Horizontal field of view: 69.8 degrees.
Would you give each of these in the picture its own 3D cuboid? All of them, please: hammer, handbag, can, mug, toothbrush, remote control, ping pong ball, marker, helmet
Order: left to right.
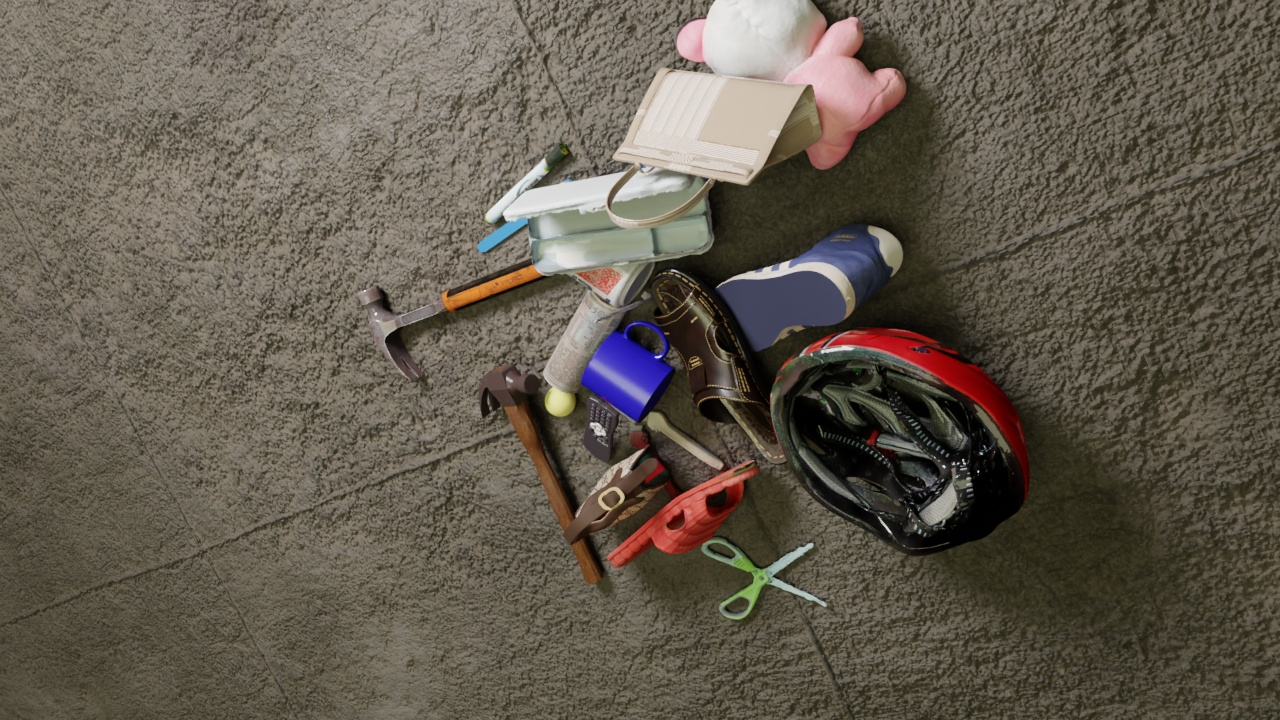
[{"bbox_3d":[-0.225,-0.070,1.191,0.315,0.034,0.138,-17,101,28],"label":"hammer"},{"bbox_3d":[-0.144,-0.175,1.128,0.167,0.014,0.016,-28,95,30],"label":"toothbrush"},{"bbox_3d":[-0.140,-0.212,1.111,0.147,0.017,0.017,-36,91,31],"label":"marker"},{"bbox_3d":[-0.123,0.154,1.214,0.116,0.033,0.323,-6,112,47],"label":"hammer"},{"bbox_3d":[-0.102,0.052,1.175,0.040,0.040,0.040,8,111,22],"label":"ping pong ball"},{"bbox_3d":[-0.067,-0.026,1.124,0.054,0.054,0.136,36,119,9],"label":"can"},{"bbox_3d":[-0.056,-0.128,1.068,0.136,0.078,0.078,35,119,9],"label":"can"},{"bbox_3d":[-0.051,0.089,1.151,0.046,0.009,0.125,34,147,16],"label":"remote control"},{"bbox_3d":[-0.033,0.171,1.121,0.063,0.138,0.167,50,140,3],"label":"handbag"},{"bbox_3d":[-0.016,-0.062,1.015,0.010,0.181,0.010,45,114,8],"label":"toothbrush"},{"bbox_3d":[-0.007,0.006,1.097,0.083,0.079,0.111,34,106,10],"label":"mug"},{"bbox_3d":[0.044,-0.194,0.877,0.176,0.197,0.062,21,150,37],"label":"handbag"},{"bbox_3d":[0.264,0.071,0.942,0.272,0.166,0.218,35,130,3],"label":"helmet"}]

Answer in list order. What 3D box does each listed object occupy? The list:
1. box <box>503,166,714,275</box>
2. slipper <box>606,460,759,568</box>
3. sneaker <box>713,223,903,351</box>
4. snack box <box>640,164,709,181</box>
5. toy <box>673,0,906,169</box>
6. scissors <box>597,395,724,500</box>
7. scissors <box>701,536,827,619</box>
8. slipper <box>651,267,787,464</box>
[{"bbox_3d":[-0.038,-0.158,0.962,0.216,0.124,0.106,-9,85,11],"label":"box"},{"bbox_3d":[0.055,0.203,1.125,0.249,0.103,0.059,-41,74,32],"label":"slipper"},{"bbox_3d":[0.177,-0.086,0.990,0.091,0.118,0.234,56,154,-8],"label":"sneaker"},{"bbox_3d":[0.032,-0.201,1.031,0.082,0.027,0.150,35,118,8],"label":"snack box"},{"bbox_3d":[0.149,-0.297,0.912,0.213,0.084,0.142,46,120,0],"label":"toy"},{"bbox_3d":[0.020,0.097,1.152,0.179,0.015,0.187,5,110,24],"label":"scissors"},{"bbox_3d":[0.150,0.269,1.154,0.167,0.023,0.172,49,118,8],"label":"scissors"},{"bbox_3d":[0.087,0.015,1.038,0.268,0.075,0.113,56,150,-8],"label":"slipper"}]
